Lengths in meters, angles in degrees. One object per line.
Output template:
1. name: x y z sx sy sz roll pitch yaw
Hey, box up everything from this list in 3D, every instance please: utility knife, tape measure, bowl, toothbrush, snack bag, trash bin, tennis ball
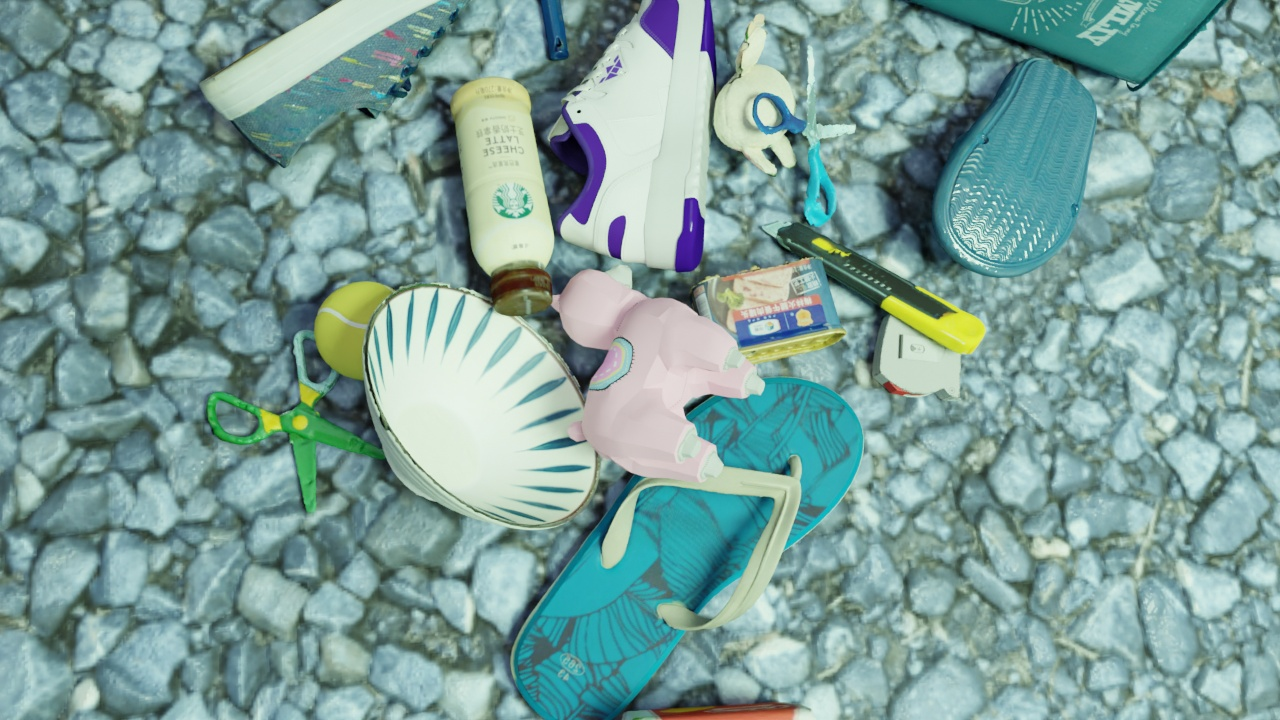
1. utility knife: 0.164 -0.058 0.658 0.174 0.020 0.028 32 59 14
2. tape measure: 0.201 -0.004 0.660 0.062 0.020 0.060 7 78 -4
3. bowl: -0.113 0.042 0.581 0.071 0.176 0.177 -39 82 29
4. toothbrush: -0.076 -0.319 0.701 0.016 0.017 0.190 -8 79 -7
5. snack bag: 0.046 0.234 0.568 0.116 0.077 0.036 -1 73 -6
6. trash bin: 0.304 -0.339 0.660 0.219 0.197 0.199 16 75 5
7. tennis ball: -0.181 -0.019 0.605 0.065 0.065 0.065 1 78 -5

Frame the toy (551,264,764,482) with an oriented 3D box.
1. toy: -0.003 0.004 0.593 0.158 0.067 0.123 23 78 33

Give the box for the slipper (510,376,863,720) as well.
1. slipper: 0.033 0.116 0.602 0.118 0.060 0.294 43 78 8

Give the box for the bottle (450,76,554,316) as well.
1. bottle: -0.092 -0.111 0.628 0.056 0.057 0.162 -9 73 -7

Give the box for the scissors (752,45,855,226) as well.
1. scissors: 0.120 -0.161 0.657 0.132 0.014 0.127 -5 99 -44

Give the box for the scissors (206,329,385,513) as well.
1. scissors: -0.226 0.035 0.618 0.125 0.011 0.127 20 77 0

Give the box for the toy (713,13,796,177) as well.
1. toy: 0.083 -0.185 0.660 0.087 0.050 0.112 -43 116 -44

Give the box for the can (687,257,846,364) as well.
1. can: 0.086 -0.032 0.639 0.099 0.054 0.059 -13 79 -8

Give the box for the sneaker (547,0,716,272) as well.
1. sneaker: -0.006 -0.179 0.650 0.111 0.092 0.244 3 74 8

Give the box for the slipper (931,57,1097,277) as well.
1. slipper: 0.277 -0.140 0.677 0.104 0.059 0.213 37 63 -2

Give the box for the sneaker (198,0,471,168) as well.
1. sneaker: -0.187 -0.221 0.652 0.235 0.087 0.079 -37 118 -15
